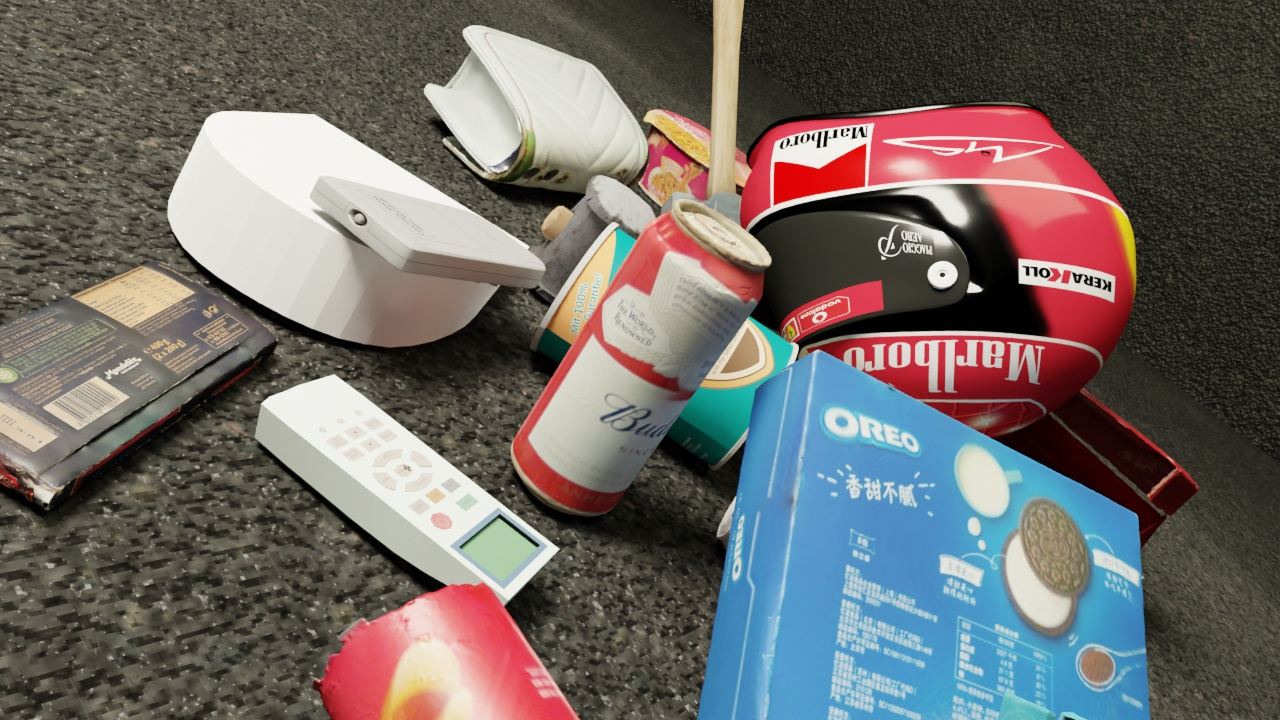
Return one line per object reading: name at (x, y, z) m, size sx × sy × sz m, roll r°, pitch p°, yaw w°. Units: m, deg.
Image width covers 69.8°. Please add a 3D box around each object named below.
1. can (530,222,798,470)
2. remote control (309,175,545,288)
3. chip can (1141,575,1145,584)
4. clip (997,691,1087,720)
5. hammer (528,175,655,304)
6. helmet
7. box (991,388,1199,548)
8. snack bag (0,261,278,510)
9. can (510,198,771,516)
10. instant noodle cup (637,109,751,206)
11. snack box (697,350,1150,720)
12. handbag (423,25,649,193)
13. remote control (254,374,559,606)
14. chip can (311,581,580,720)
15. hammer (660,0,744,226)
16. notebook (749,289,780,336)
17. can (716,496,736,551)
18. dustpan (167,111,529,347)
can at (0.015, -0.009, 0.603) m, size 0.144 × 0.099 × 0.099 m, roll 34°, pitch 24°, yaw -1°
remote control at (-0.114, -0.069, 0.531) m, size 0.074 × 0.019 × 0.150 m, roll 37°, pitch 14°, yaw 19°
chip can at (0.344, 0.128, 0.822) m, size 0.051 × 0.052 × 0.214 m, roll 7°, pitch 35°, yaw -45°
clip at (0.168, 0.215, 0.383) m, size 0.121 × 0.130 × 0.031 m, roll 44°, pitch -15°, yaw -15°
hammer at (0.061, -0.016, 0.717) m, size 0.328 × 0.098 × 0.052 m, roll 35°, pitch 31°, yaw -20°
helmet at (0.204, -0.052, 0.661) m, size 0.271 × 0.224 × 0.197 m, roll 0°, pitch -16°, yaw 15°
box at (0.335, 0.099, 0.754) m, size 0.147 × 0.156 × 0.157 m, roll 16°, pitch 27°, yaw -47°
snack bag at (-0.223, 0.001, 0.385) m, size 0.074 × 0.018 × 0.155 m, roll 33°, pitch 24°, yaw -4°
can at (-0.003, 0.003, 0.472) m, size 0.067 × 0.170 × 0.067 m, roll 28°, pitch 24°, yaw -14°
instant noodle cup at (0.071, -0.214, 1.085) m, size 0.178 × 0.078 × 0.178 m, roll 26°, pitch 26°, yaw -14°
snack box at (0.150, 0.130, 0.453) m, size 0.238 × 0.056 × 0.195 m, roll 25°, pitch 59°, yaw -19°
handbag at (-0.093, -0.223, 0.878) m, size 0.198 × 0.096 × 0.142 m, roll -6°, pitch 60°, yaw -56°
remote control at (-0.108, 0.059, 0.412) m, size 0.143 × 0.024 × 0.049 m, roll 36°, pitch 24°, yaw 9°
chip can at (-0.014, 0.172, 0.266) m, size 0.073 × 0.073 × 0.233 m, roll 0°, pitch 40°, yaw -51°
hammer at (0.089, -0.268, 0.977) m, size 0.117 × 0.322 × 0.051 m, roll 7°, pitch -12°, yaw -16°
notebook at (0.084, -0.064, 0.853) m, size 0.149 × 0.016 × 0.206 m, roll 18°, pitch 18°, yaw -31°
can at (0.114, 0.114, 0.533) m, size 0.128 × 0.072 × 0.071 m, roll 35°, pitch 24°, yaw 2°
dustpan at (-0.186, -0.086, 0.596) m, size 0.191 × 0.053 × 0.257 m, roll 31°, pitch 13°, yaw -6°
